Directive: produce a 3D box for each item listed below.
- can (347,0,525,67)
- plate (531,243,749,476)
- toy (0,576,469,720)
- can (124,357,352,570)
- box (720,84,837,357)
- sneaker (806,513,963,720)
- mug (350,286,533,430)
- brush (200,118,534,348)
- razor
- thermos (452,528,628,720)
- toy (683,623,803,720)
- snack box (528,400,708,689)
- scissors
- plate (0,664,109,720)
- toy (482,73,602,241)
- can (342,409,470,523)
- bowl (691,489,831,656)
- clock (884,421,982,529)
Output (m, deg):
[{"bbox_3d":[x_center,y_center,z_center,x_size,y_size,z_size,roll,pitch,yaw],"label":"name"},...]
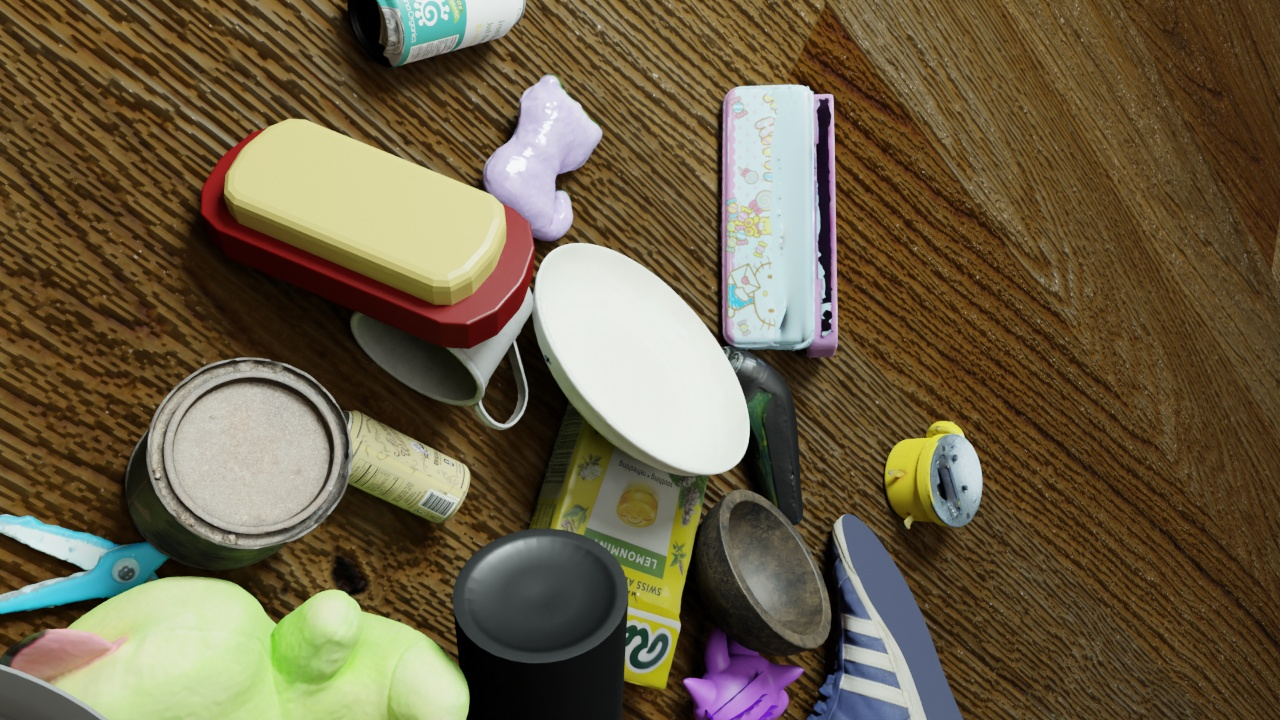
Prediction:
[{"bbox_3d":[-0.123,-0.216,0.559,0.101,0.055,0.055,-32,104,-36],"label":"can"},{"bbox_3d":[-0.004,0.004,0.604,0.182,0.034,0.182,33,33,-26],"label":"plate"},{"bbox_3d":[-0.193,0.161,0.426,0.196,0.107,0.150,24,113,-25],"label":"toy"},{"bbox_3d":[-0.195,0.052,0.445,0.089,0.075,0.089,14,64,-31],"label":"can"},{"bbox_3d":[0.113,-0.109,0.752,0.090,0.091,0.214,38,52,-79],"label":"box"},{"bbox_3d":[0.170,0.254,0.738,0.091,0.119,0.232,23,37,-43],"label":"sneaker"},{"bbox_3d":[-0.102,-0.016,0.533,0.113,0.084,0.070,43,58,-25],"label":"mug"},{"bbox_3d":[-0.140,-0.072,0.475,0.173,0.042,0.082,22,59,5],"label":"brush"},{"bbox_3d":[0.090,0.061,0.707,0.067,0.054,0.151,-19,106,-12],"label":"razor"},{"bbox_3d":[-0.053,0.195,0.506,0.085,0.086,0.199,-28,135,-37],"label":"thermos"},{"bbox_3d":[0.073,0.241,0.659,0.087,0.056,0.106,-25,93,-35],"label":"toy"},{"bbox_3d":[-0.015,0.115,0.611,0.121,0.045,0.180,28,68,-33],"label":"snack box"},{"bbox_3d":[-0.246,0.114,0.450,0.139,0.013,0.118,-12,93,-41],"label":"scissors"},{"bbox_3d":[-0.266,0.182,0.357,0.178,0.012,0.178,-1,111,-2],"label":"plate"},{"bbox_3d":[-0.062,-0.131,0.611,0.080,0.036,0.099,44,64,-37],"label":"toy"},{"bbox_3d":[-0.140,0.061,0.523,0.079,0.038,0.038,33,65,-31],"label":"can"},{"bbox_3d":[0.077,0.160,0.663,0.121,0.056,0.121,37,31,-27],"label":"bowl"},{"bbox_3d":[0.274,0.104,0.835,0.118,0.057,0.083,-24,99,-38],"label":"clock"}]
